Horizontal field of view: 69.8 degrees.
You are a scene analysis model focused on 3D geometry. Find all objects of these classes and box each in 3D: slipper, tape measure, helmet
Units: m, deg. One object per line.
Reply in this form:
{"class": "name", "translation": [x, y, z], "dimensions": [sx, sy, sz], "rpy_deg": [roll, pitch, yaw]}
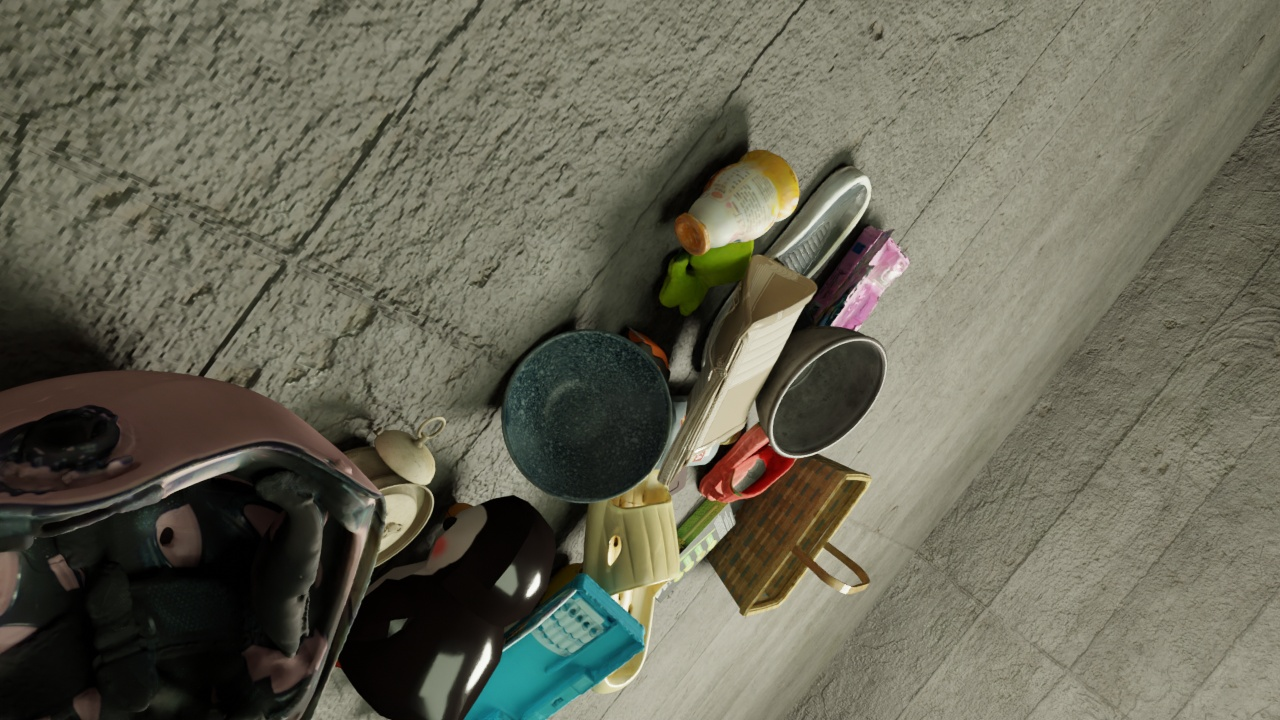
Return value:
{"class": "slipper", "translation": [0.137, 0.118, 1.064], "dimensions": [0.103, 0.059, 0.249], "rpy_deg": [-33, 165, -23]}
{"class": "slipper", "translation": [0.155, -0.073, 0.921], "dimensions": [0.264, 0.063, 0.111], "rpy_deg": [-54, 152, -1]}
{"class": "tape measure", "translation": [-0.005, 0.005, 0.806], "dimensions": [0.058, 0.038, 0.058], "rpy_deg": [20, 106, -47]}
{"class": "helmet", "translation": [-0.256, 0.099, 0.421], "dimensions": [0.254, 0.152, 0.231], "rpy_deg": [-20, 142, -42]}
{"class": "slipper", "translation": [0.000, 0.216, 0.924], "dimensions": [0.111, 0.079, 0.261], "rpy_deg": [-2, 101, -52]}

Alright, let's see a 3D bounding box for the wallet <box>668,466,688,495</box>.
{"class": "wallet", "translation": [0.005, 0.140, 1.000], "dimensions": [0.115, 0.018, 0.092], "rpy_deg": [-33, 148, -27]}

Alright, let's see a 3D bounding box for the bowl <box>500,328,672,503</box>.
{"class": "bowl", "translation": [-0.048, 0.044, 0.743], "dimensions": [0.137, 0.137, 0.057], "rpy_deg": [-45, -169, -12]}

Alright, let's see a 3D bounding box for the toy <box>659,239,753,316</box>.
{"class": "toy", "translation": [0.059, -0.080, 0.799], "dimensions": [0.094, 0.036, 0.094], "rpy_deg": [-53, 146, 15]}

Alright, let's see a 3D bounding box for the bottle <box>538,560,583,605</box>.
{"class": "bottle", "translation": [-0.078, 0.279, 0.986], "dimensions": [0.070, 0.071, 0.164], "rpy_deg": [-10, 132, -51]}

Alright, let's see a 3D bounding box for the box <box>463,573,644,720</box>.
{"class": "box", "translation": [-0.127, 0.290, 0.867], "dimensions": [0.228, 0.085, 0.170], "rpy_deg": [-41, 137, 18]}

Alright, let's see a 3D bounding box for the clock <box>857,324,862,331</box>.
{"class": "clock", "translation": [0.245, 0.033, 1.180], "dimensions": [0.103, 0.061, 0.157], "rpy_deg": [-18, 131, -46]}

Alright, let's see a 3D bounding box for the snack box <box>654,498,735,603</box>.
{"class": "snack box", "translation": [0.061, 0.244, 1.195], "dimensions": [0.147, 0.025, 0.080], "rpy_deg": [-44, 151, -12]}

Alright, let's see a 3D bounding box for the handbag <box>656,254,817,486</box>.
{"class": "handbag", "translation": [0.063, 0.033, 0.775], "dimensions": [0.197, 0.062, 0.176], "rpy_deg": [-52, 167, -48]}

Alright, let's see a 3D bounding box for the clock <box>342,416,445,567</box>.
{"class": "clock", "translation": [-0.182, 0.086, 0.621], "dimensions": [0.141, 0.054, 0.093], "rpy_deg": [-48, 153, 9]}

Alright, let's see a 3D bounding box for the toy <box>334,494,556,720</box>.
{"class": "toy", "translation": [-0.136, 0.195, 0.722], "dimensions": [0.184, 0.140, 0.159], "rpy_deg": [-48, 152, -6]}

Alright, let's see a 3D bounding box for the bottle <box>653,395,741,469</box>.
{"class": "bottle", "translation": [0.054, 0.072, 0.949], "dimensions": [0.161, 0.046, 0.072], "rpy_deg": [4, 99, -57]}

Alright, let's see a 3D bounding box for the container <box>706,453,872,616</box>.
{"class": "container", "translation": [0.238, 0.261, 1.302], "dimensions": [0.250, 0.186, 0.157], "rpy_deg": [-57, 152, 10]}

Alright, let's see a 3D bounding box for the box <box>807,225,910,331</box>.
{"class": "box", "translation": [0.208, -0.050, 1.030], "dimensions": [0.230, 0.063, 0.160], "rpy_deg": [-54, 160, 5]}

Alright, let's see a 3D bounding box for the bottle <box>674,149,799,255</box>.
{"class": "bottle", "translation": [0.077, -0.124, 0.739], "dimensions": [0.108, 0.063, 0.063], "rpy_deg": [-37, 149, -28]}

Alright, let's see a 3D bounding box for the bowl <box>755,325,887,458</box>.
{"class": "bowl", "translation": [0.167, 0.020, 0.911], "dimensions": [0.144, 0.067, 0.145], "rpy_deg": [-20, 134, -23]}
